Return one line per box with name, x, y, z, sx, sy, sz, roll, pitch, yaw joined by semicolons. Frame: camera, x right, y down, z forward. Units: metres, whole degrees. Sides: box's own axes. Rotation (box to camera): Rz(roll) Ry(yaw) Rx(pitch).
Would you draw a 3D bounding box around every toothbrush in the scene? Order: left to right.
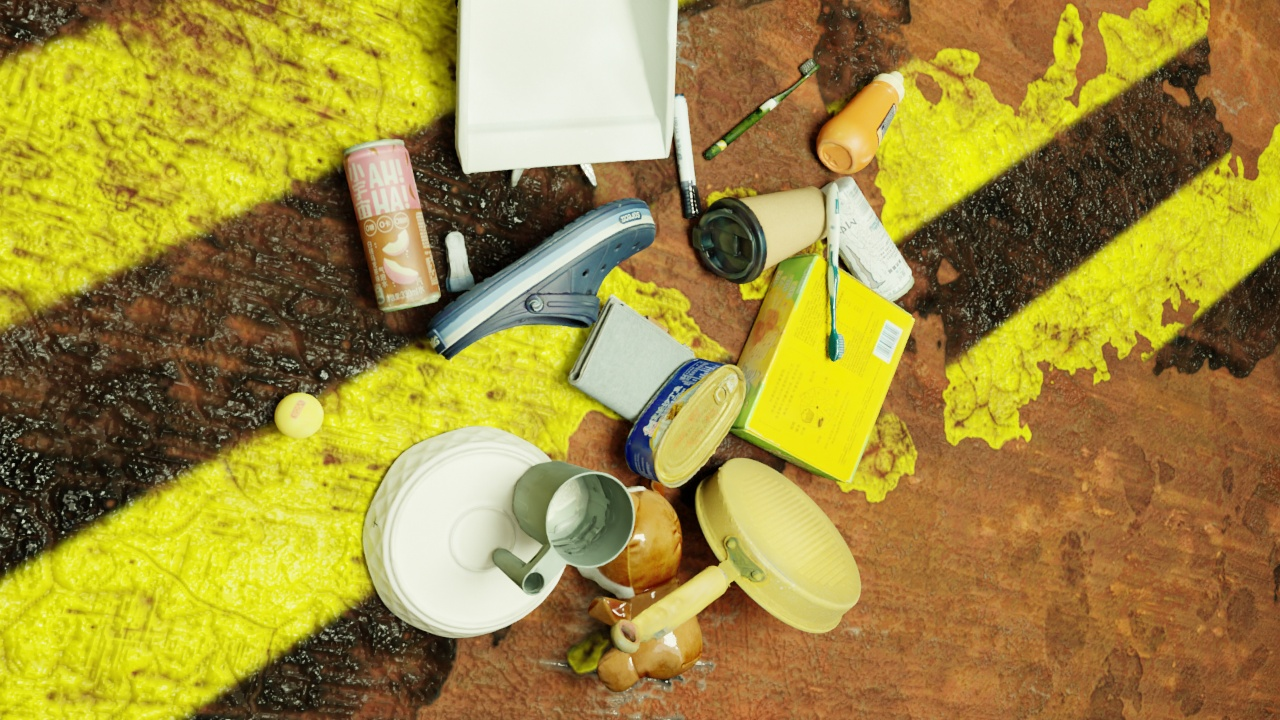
toothbrush;0.134;-0.279;1.014;0.185;0.012;0.017;-42;102;-18
toothbrush;0.208;-0.094;0.976;0.018;0.016;0.191;2;87;-36

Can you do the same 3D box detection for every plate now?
plate;-0.155;0.166;0.874;0.204;0.046;0.205;0;91;-26

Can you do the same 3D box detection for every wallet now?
wallet;-0.006;0.006;0.940;0.129;0.037;0.106;35;74;-36

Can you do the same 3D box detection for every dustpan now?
dustpan;-0.061;-0.319;0.827;0.222;0.143;0.258;-10;93;-23

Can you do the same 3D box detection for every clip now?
clip;-0.173;-0.094;0.871;0.025;0.036;0.058;-8;95;-23

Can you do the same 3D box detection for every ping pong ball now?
ping pong ball;-0.299;0.048;0.804;0.040;0.040;0.040;-1;92;-25

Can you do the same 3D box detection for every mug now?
mug;-0.077;0.149;0.827;0.123;0.103;0.083;-45;109;-17

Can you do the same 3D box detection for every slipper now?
slipper;-0.079;-0.067;0.867;0.252;0.105;0.095;-33;98;-18

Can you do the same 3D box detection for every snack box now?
snack box;0.194;0.010;1.018;0.157;0.070;0.210;28;80;-23

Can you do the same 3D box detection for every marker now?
marker;0.048;-0.216;0.971;0.018;0.023;0.131;-15;100;-51

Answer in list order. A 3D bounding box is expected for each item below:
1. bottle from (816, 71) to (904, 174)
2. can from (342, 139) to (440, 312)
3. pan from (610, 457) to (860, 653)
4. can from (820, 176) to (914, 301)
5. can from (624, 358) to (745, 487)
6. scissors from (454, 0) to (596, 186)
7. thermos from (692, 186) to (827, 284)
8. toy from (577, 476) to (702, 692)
bottle;0.260;-0.280;1.049;0.067;0.067;0.149;47;66;-19
can;-0.223;-0.120;0.825;0.057;0.058;0.147;-15;98;-24
pan;0.091;0.199;0.878;0.197;0.078;0.356;50;24;20
can;0.252;-0.136;1.048;0.058;0.058;0.147;-43;108;-18
can;0.047;0.061;0.936;0.147;0.049;0.074;-51;131;-23
scissors;-0.097;-0.285;0.901;0.232;0.022;0.220;41;76;-19
thermos;0.135;-0.141;0.981;0.143;0.093;0.093;-23;101;-32
toy;-0.004;0.215;0.917;0.131;0.140;0.199;-3;92;16
